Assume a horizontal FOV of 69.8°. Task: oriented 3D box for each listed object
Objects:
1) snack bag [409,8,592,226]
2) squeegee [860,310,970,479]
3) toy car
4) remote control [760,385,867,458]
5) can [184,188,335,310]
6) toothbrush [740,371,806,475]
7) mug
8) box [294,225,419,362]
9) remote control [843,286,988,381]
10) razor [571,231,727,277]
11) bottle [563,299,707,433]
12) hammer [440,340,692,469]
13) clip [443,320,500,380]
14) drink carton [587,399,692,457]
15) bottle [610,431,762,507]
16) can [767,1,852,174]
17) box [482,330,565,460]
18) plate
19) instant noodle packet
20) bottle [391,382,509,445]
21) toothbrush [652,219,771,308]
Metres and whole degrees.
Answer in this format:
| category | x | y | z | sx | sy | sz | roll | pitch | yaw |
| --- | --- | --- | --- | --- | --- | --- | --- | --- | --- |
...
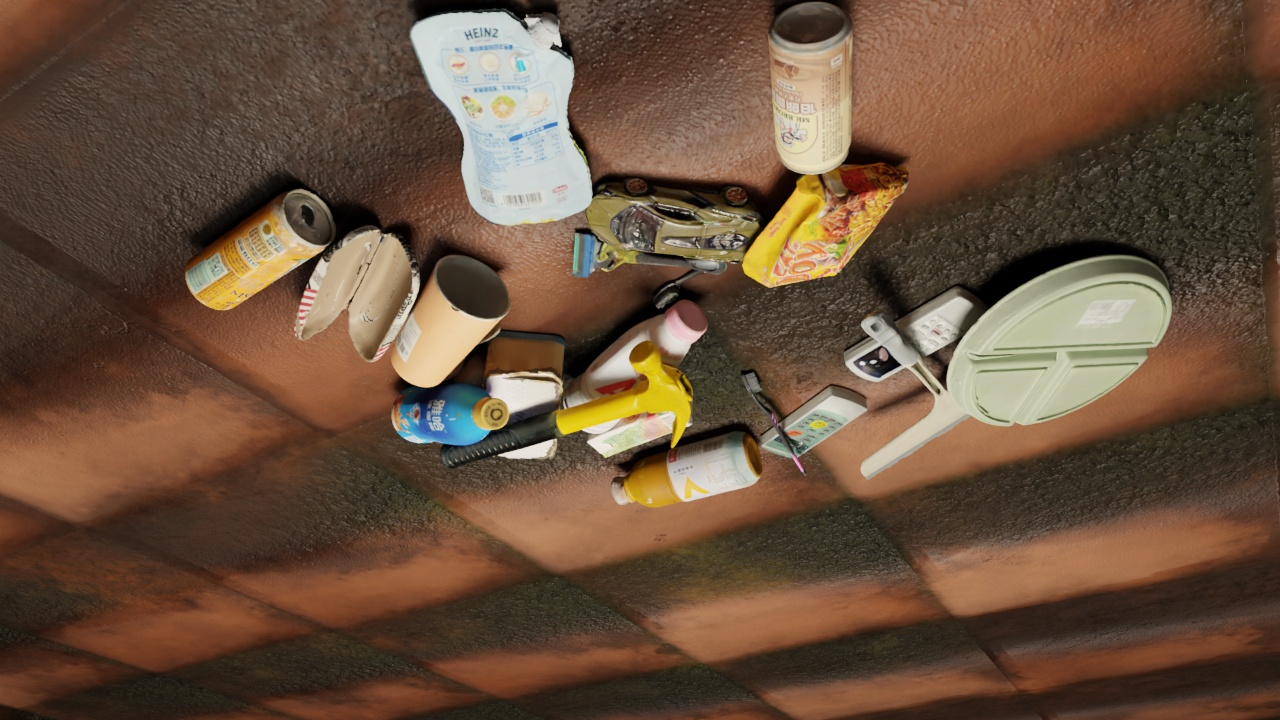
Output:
| category | x | y | z | sx | sy | sz | roll | pitch | yaw |
| --- | --- | --- | --- | --- | --- | --- | --- | --- | --- |
| snack bag | -0.101 | -0.186 | 0.715 | 0.110 | 0.038 | 0.191 | 1 | 142 | 8 |
| squeegee | 0.274 | 0.002 | 0.925 | 0.247 | 0.039 | 0.246 | -37 | 137 | 18 |
| toy car | 0.030 | -0.119 | 0.803 | 0.158 | 0.042 | 0.070 | 6 | 143 | -3 |
| remote control | 0.203 | 0.074 | 1.081 | 0.056 | 0.019 | 0.135 | 21 | 139 | -25 |
| can | -0.341 | -0.097 | 0.820 | 0.146 | 0.058 | 0.058 | -23 | 138 | 29 |
| toothbrush | 0.160 | 0.075 | 1.064 | 0.018 | 0.014 | 0.189 | -24 | 128 | 16 |
| mug | -0.187 | -0.032 | 0.875 | 0.078 | 0.078 | 0.123 | 23 | 130 | -27 |
| box | -0.261 | -0.055 | 0.859 | 0.086 | 0.075 | 0.163 | 42 | 133 | 1 |
| remote control | 0.283 | -0.023 | 0.946 | 0.058 | 0.021 | 0.150 | 26 | 136 | -31 |
| razor | 0.009 | -0.095 | 0.849 | 0.143 | 0.022 | 0.043 | 5 | 115 | 0 |
| bottle | -0.006 | 0.006 | 0.949 | 0.068 | 0.068 | 0.198 | 22 | 139 | -26 |
| hammer | -0.082 | 0.066 | 0.953 | 0.301 | 0.032 | 0.129 | -17 | 132 | 25 |
| clip | -0.189 | -0.019 | 0.951 | 0.072 | 0.034 | 0.100 | 25 | 129 | -29 |
| drink carton | -0.003 | 0.063 | 1.039 | 0.123 | 0.053 | 0.045 | -22 | 134 | 28 |
| bottle | 0.054 | 0.140 | 1.131 | 0.190 | 0.067 | 0.068 | -18 | 140 | 23 |
| can | 0.126 | -0.199 | 0.677 | 0.058 | 0.058 | 0.116 | -6 | 143 | 8 |
| box | -0.129 | 0.039 | 1.003 | 0.089 | 0.062 | 0.185 | 6 | 141 | -8 |
| plate | 0.419 | -0.010 | 0.912 | 0.230 | 0.027 | 0.231 | -10 | 138 | -9 |
| instant noodle packet | 0.156 | -0.113 | 0.784 | 0.110 | 0.044 | 0.129 | -10 | 152 | -28 |
| bottle | -0.195 | 0.055 | 0.949 | 0.065 | 0.065 | 0.219 | 24 | 164 | -29 |
| toothbrush | 0.081 | -0.097 | 0.853 | 0.190 | 0.016 | 0.014 | -31 | 132 | 34 |
